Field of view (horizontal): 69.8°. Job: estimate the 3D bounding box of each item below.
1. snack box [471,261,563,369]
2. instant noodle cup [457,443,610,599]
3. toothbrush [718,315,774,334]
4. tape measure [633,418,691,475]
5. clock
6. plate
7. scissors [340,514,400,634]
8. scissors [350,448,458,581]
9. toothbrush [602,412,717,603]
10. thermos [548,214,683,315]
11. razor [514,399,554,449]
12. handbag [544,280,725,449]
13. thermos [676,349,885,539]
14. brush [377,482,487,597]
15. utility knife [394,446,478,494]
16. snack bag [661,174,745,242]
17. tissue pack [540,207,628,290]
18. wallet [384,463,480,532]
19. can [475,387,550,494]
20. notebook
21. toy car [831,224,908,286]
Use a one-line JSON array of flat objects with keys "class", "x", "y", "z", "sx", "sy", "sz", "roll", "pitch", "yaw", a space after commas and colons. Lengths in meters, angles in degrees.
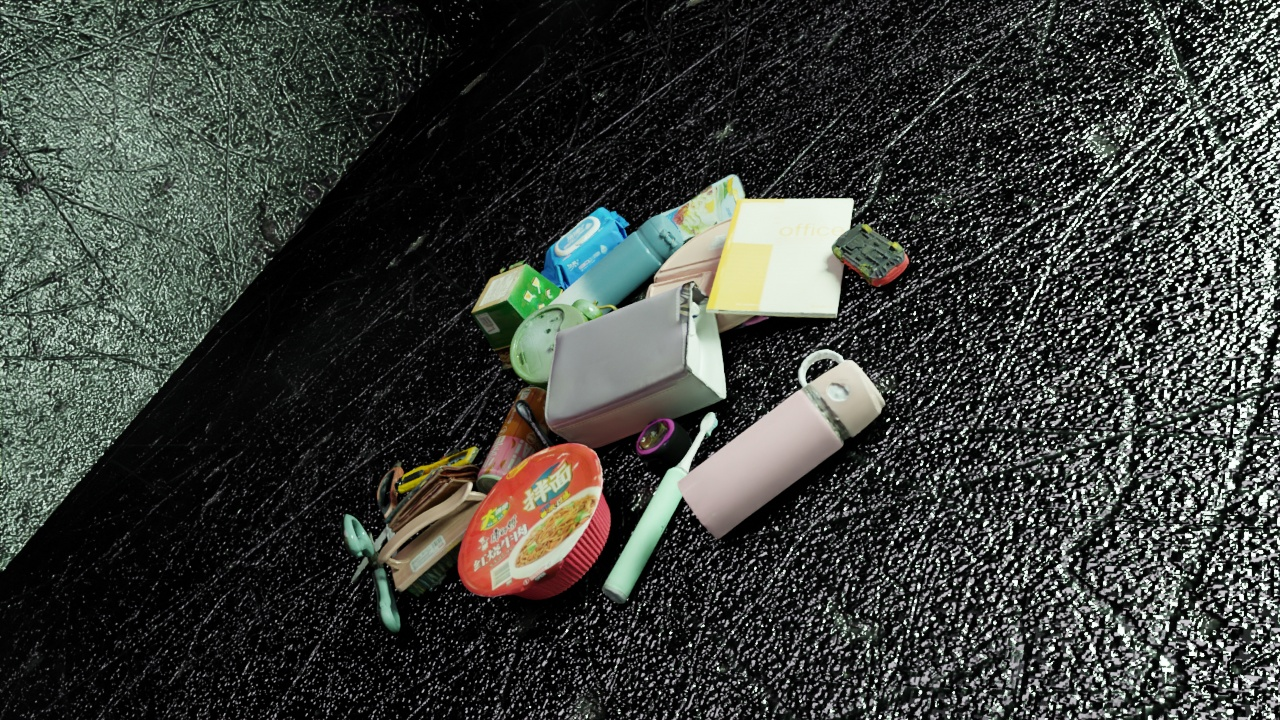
[{"class": "snack box", "x": -0.179, "y": -0.070, "z": 1.350, "sx": 0.118, "sy": 0.105, "sz": 0.117, "roll": -17, "pitch": 38, "yaw": 36}, {"class": "instant noodle cup", "x": -0.102, "y": 0.182, "z": 0.976, "sx": 0.194, "sy": 0.066, "sz": 0.193, "roll": -29, "pitch": 31, "yaw": 19}, {"class": "toothbrush", "x": 0.079, "y": -0.032, "z": 1.098, "sx": 0.190, "sy": 0.018, "sz": 0.014, "roll": -18, "pitch": 34, "yaw": 32}, {"class": "tape measure", "x": 0.023, "y": 0.090, "z": 0.978, "sx": 0.058, "sy": 0.039, "sz": 0.057, "roll": -41, "pitch": 30, "yaw": 0}, {"class": "clock", "x": -0.094, "y": -0.020, "z": 1.208, "sx": 0.161, "sy": 0.056, "sz": 0.116, "roll": -28, "pitch": 56, "yaw": 11}, {"class": "plate", "x": 0.102, "y": -0.113, "z": 1.149, "sx": 0.230, "sy": 0.028, "sz": 0.229, "roll": -26, "pitch": 31, "yaw": 17}, {"class": "scissors", "x": -0.311, "y": 0.257, "z": 1.084, "sx": 0.019, "sy": 0.178, "sz": 0.173, "roll": -24, "pitch": -16, "yaw": -12}, {"class": "scissors", "x": -0.332, "y": 0.205, "z": 1.258, "sx": 0.189, "sy": 0.015, "sz": 0.222, "roll": 5, "pitch": 53, "yaw": 51}, {"class": "toothbrush", "x": 0.025, "y": 0.141, "z": 0.923, "sx": 0.026, "sy": 0.027, "sz": 0.224, "roll": 9, "pitch": 56, "yaw": 37}, {"class": "thermos", "x": -0.037, "y": -0.113, "z": 1.271, "sx": 0.221, "sy": 0.070, "sz": 0.070, "roll": -39, "pitch": 30, "yaw": 12}, {"class": "razor", "x": -0.113, "y": 0.100, "z": 1.098, "sx": 0.042, "sy": 0.022, "sz": 0.142, "roll": -35, "pitch": 57, "yaw": -6}, {"class": "handbag", "x": -0.006, "y": 0.006, "z": 1.055, "sx": 0.197, "sy": 0.098, "sz": 0.144, "roll": -22, "pitch": 53, "yaw": 28}, {"class": "thermos", "x": 0.125, "y": 0.072, "z": 0.849, "sx": 0.199, "sy": 0.067, "sz": 0.087, "roll": -39, "pitch": 61, "yaw": 6}, {"class": "brush", "x": -0.237, "y": 0.208, "z": 1.089, "sx": 0.145, "sy": 0.073, "sz": 0.063, "roll": -40, "pitch": 29, "yaw": -2}, {"class": "utility knife", "x": -0.279, "y": 0.147, "z": 1.239, "sx": 0.155, "sy": 0.015, "sz": 0.033, "roll": -24, "pitch": 37, "yaw": 27}, {"class": "snack bag", "x": 0.060, "y": -0.193, "z": 1.310, "sx": 0.191, "sy": 0.039, "sz": 0.110, "roll": -26, "pitch": 45, "yaw": 26}, {"class": "tissue pack", "x": -0.090, "y": -0.176, "z": 1.440, "sx": 0.157, "sy": 0.052, "sz": 0.095, "roll": -40, "pitch": 30, "yaw": 1}, {"class": "wallet", "x": -0.253, "y": 0.170, "z": 1.137, "sx": 0.101, "sy": 0.032, "sz": 0.124, "roll": -41, "pitch": -12, "yaw": 6}, {"class": "can", "x": -0.150, "y": 0.103, "z": 1.141, "sx": 0.058, "sy": 0.058, "sz": 0.147, "roll": -15, "pitch": 39, "yaw": 37}, {"class": "notebook", "x": 0.166, "y": -0.124, "z": 1.066, "sx": 0.146, "sy": 0.010, "sz": 0.205, "roll": 3, "pitch": 47, "yaw": 17}, {"class": "toy car", "x": 0.248, "y": -0.115, "z": 0.997, "sx": 0.049, "sy": 0.031, "sz": 0.106, "roll": -39, "pitch": 34, "yaw": 3}]
